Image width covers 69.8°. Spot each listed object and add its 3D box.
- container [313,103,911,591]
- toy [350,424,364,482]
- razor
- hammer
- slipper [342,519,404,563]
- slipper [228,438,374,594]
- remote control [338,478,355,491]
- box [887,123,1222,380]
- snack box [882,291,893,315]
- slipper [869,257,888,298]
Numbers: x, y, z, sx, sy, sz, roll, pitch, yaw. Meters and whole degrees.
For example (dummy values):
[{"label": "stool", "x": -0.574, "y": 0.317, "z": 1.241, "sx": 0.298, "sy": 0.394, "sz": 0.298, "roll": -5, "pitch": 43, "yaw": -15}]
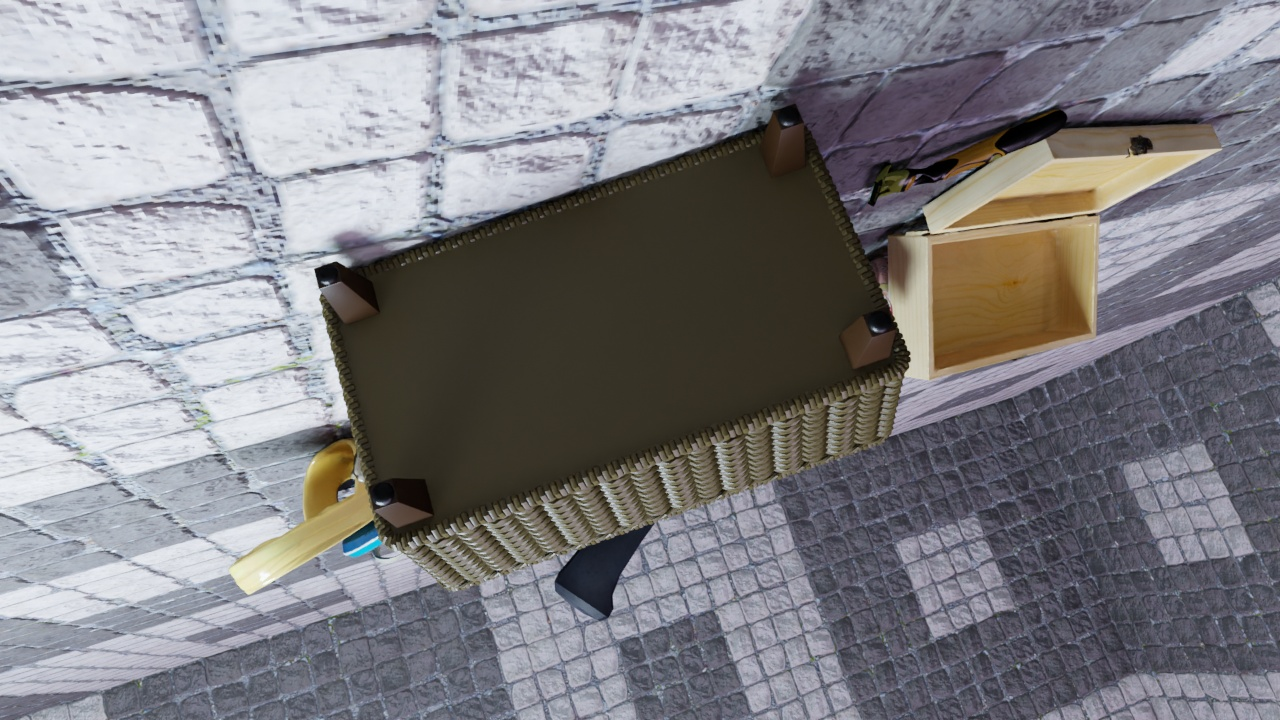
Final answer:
[{"label": "container", "x": -0.015, "y": -0.003, "z": 0.544, "sx": 0.321, "sy": 0.176, "sz": 0.205, "roll": -19, "pitch": 163, "yaw": -1}, {"label": "toy", "x": -0.220, "y": 0.067, "z": 0.790, "sx": 0.050, "sy": 0.065, "sz": 0.102, "roll": 11, "pitch": -177, "yaw": 25}, {"label": "razor", "x": 0.230, "y": -0.144, "z": 0.643, "sx": 0.144, "sy": 0.021, "sz": 0.044, "roll": -22, "pitch": 166, "yaw": 3}, {"label": "hammer", "x": 0.046, "y": 0.046, "z": 0.659, "sx": 0.312, "sy": 0.139, "sz": 0.035, "roll": -56, "pitch": 175, "yaw": -15}, {"label": "slipper", "x": -0.237, "y": 0.164, "z": 0.942, "sx": 0.118, "sy": 0.060, "sz": 0.295, "roll": -33, "pitch": -176, "yaw": -9}, {"label": "slipper", "x": -0.267, "y": 0.113, "z": 0.833, "sx": 0.100, "sy": 0.078, "sz": 0.262, "roll": -28, "pitch": -174, "yaw": 32}, {"label": "remote control", "x": -0.254, "y": 0.110, "z": 0.978, "sx": 0.046, "sy": 0.021, "sz": 0.140, "roll": -27, "pitch": 169, "yaw": 40}, {"label": "box", "x": 0.346, "y": -0.106, "z": 0.804, "sx": 0.247, "sy": 0.118, "sz": 0.253, "roll": -11, "pitch": 141, "yaw": -33}, {"label": "snack box", "x": 0.075, "y": -0.001, "z": 0.777, "sx": 0.273, "sy": 0.076, "sz": 0.044, "roll": -29, "pitch": 152, "yaw": 5}, {"label": "slipper", "x": 0.178, "y": -0.035, "z": 0.892, "sx": 0.081, "sy": 0.093, "sz": 0.198, "roll": 17, "pitch": 149, "yaw": -9}]
